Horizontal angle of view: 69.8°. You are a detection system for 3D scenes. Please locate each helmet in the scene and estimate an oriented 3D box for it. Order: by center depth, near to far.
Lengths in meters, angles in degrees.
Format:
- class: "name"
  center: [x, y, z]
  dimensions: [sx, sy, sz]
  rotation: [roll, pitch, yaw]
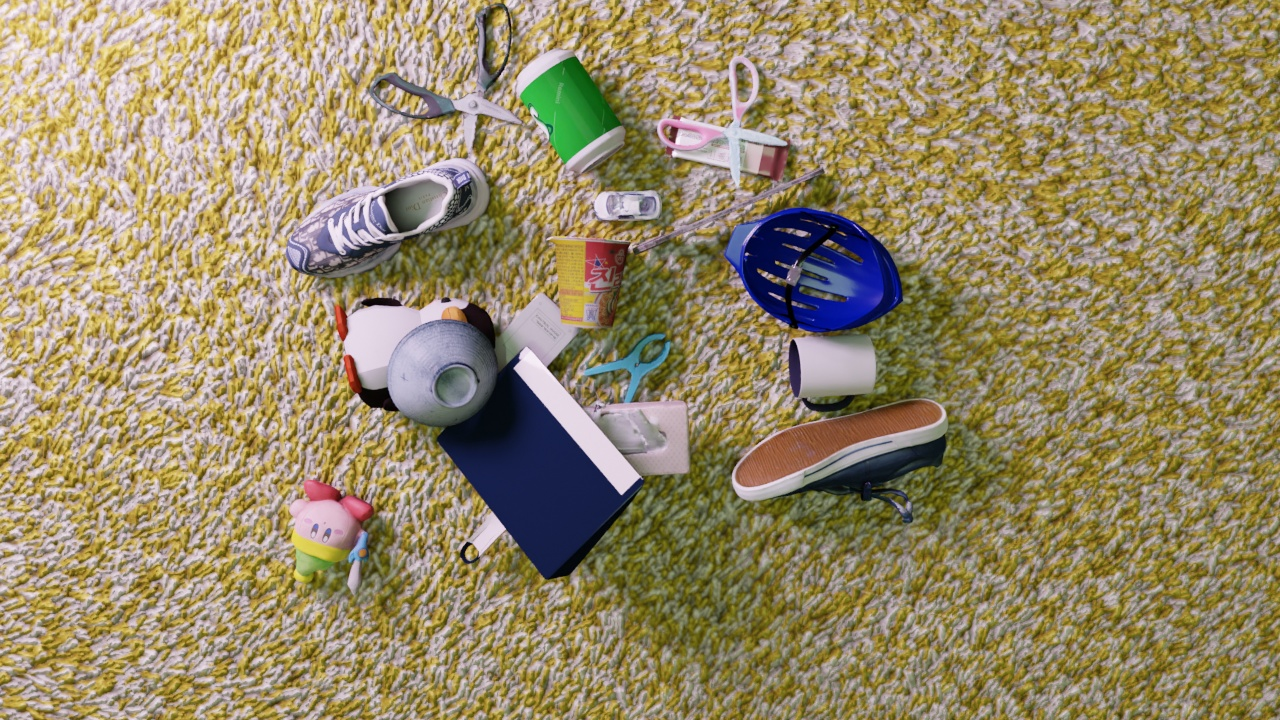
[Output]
- class: "helmet"
  center: [0.223, -0.102, 1.116]
  dimensions: [0.241, 0.227, 0.148]
  rotation: [19, 104, -3]

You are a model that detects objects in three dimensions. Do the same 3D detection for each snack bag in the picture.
- class: "snack bag"
  center: [0.114, -0.276, 1.199]
  dimensions: [0.158, 0.013, 0.057]
  rotation: [11, 90, -3]

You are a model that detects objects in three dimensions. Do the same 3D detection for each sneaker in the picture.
- class: "sneaker"
  center: [-0.322, -0.177, 1.133]
  dimensions: [0.269, 0.132, 0.103]
  rotation: [-21, 98, 1]
- class: "sneaker"
  center: [0.270, 0.152, 1.219]
  dimensions: [0.294, 0.120, 0.127]
  rotation: [-15, 119, -3]

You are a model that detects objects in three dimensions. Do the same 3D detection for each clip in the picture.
- class: "clip"
  center: [-0.012, 0.002, 1.220]
  dimensions: [0.116, 0.026, 0.097]
  rotation: [-43, 99, 3]

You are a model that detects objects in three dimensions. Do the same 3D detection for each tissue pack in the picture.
- class: "tissue pack"
  center: [-0.028, 0.098, 1.167]
  dimensions: [0.181, 0.071, 0.104]
  rotation: [-2, 97, 1]

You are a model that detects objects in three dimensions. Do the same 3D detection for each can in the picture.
- class: "can"
  center: [-0.087, -0.312, 1.151]
  dimensions: [0.088, 0.088, 0.140]
  rotation: [-34, 96, 1]

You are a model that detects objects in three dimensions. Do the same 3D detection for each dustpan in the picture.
- class: "dustpan"
  center: [-0.150, 0.163, 1.164]
  dimensions: [0.273, 0.080, 0.236]
  rotation: [-45, 70, 8]

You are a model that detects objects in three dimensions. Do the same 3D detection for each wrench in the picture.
- class: "wrench"
  center: [0.115, -0.193, 1.183]
  dimensions: [0.273, 0.070, 0.010]
  rotation: [-23, 97, -2]

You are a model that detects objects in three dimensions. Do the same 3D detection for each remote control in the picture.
- class: "remote control"
  center: [-0.155, -0.012, 1.214]
  dimensions: [0.074, 0.019, 0.151]
  rotation: [43, 92, -6]

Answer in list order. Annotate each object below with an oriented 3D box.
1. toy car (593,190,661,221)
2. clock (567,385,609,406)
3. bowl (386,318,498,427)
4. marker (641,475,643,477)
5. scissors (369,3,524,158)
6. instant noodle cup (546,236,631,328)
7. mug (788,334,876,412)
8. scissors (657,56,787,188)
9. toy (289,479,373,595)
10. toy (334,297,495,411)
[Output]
- class: "toy car"
  center: [-0.017, -0.202, 1.195]
  dimensions: [0.090, 0.027, 0.039]
  rotation: [-2, 98, -2]
- class: "clock"
  center: [-0.088, 0.091, 1.216]
  dimensions: [0.094, 0.042, 0.119]
  rotation: [15, 96, -5]
- class: "bowl"
  center: [-0.228, 0.023, 1.093]
  dimensions: [0.137, 0.057, 0.137]
  rotation: [-8, 110, -24]
- class: "marker"
  center: [-0.053, 0.197, 1.245]
  dimensions: [0.152, 0.011, 0.011]
  rotation: [-40, 96, 2]
- class: "scissors"
  center: [-0.234, -0.370, 1.176]
  dimensions: [0.201, 0.015, 0.205]
  rotation: [18, 93, -4]
- class: "instant noodle cup"
  center: [-0.063, -0.099, 1.168]
  dimensions: [0.100, 0.100, 0.112]
  rotation: [2, 96, -3]
- class: "mug"
  center: [0.250, 0.021, 1.212]
  dimensions: [0.097, 0.078, 0.112]
  rotation: [-4, 124, -2]
- class: "scissors"
  center: [0.110, -0.312, 1.185]
  dimensions: [0.170, 0.013, 0.177]
  rotation: [10, 87, -3]
- class: "toy"
  center: [-0.411, 0.237, 1.211]
  dimensions: [0.124, 0.097, 0.131]
  rotation: [25, 76, -11]
- class: "toy"
  center: [-0.276, -0.013, 1.171]
  dimensions: [0.184, 0.140, 0.159]
  rotation: [-15, 64, -10]
